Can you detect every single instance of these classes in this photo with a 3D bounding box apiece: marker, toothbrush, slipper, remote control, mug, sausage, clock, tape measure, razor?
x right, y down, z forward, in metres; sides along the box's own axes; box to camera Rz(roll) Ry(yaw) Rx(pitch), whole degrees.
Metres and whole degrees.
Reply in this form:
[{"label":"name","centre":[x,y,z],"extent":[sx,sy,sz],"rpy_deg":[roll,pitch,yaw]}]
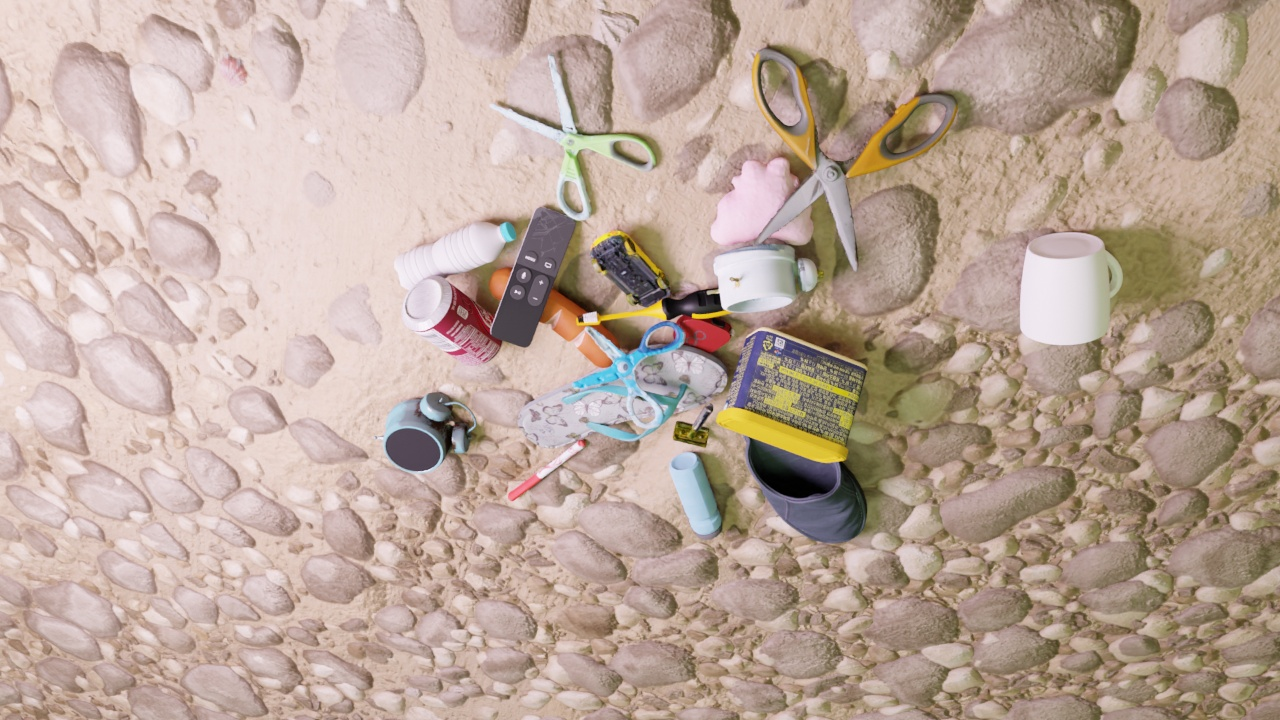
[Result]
[{"label":"marker","centre":[-0.119,0.139,1.156],"extent":[0.013,0.012,0.142],"rpy_deg":[41,119,-20]},{"label":"toothbrush","centre":[0.029,-0.055,0.979],"extent":[0.197,0.031,0.031],"rpy_deg":[-8,157,1]},{"label":"slipper","centre":[0.188,0.141,1.076],"extent":[0.109,0.083,0.266],"rpy_deg":[-21,121,17]},{"label":"remote control","centre":[-0.113,-0.086,0.962],"extent":[0.045,0.008,0.147],"rpy_deg":[20,99,-12]},{"label":"mug","centre":[0.431,-0.078,0.905],"extent":[0.114,0.081,0.088],"rpy_deg":[-21,118,-16]},{"label":"sausage","centre":[-0.091,-0.049,1.001],"extent":[0.164,0.044,0.039],"rpy_deg":[34,150,-14]},{"label":"slipper","centre":[-0.031,0.050,1.050],"extent":[0.269,0.054,0.098],"rpy_deg":[-18,123,24]},{"label":"clock","centre":[-0.256,0.088,1.113],"extent":[0.124,0.053,0.090],"rpy_deg":[-24,119,19]},{"label":"tape measure","centre":[0.066,-0.032,1.007],"extent":[0.051,0.019,0.059],"rpy_deg":[41,130,-20]},{"label":"razor","centre":[0.067,0.071,1.049],"extent":[0.042,0.026,0.106],"rpy_deg":[16,156,-3]},{"label":"clock","centre":[0.130,-0.084,0.928],"extent":[0.117,0.057,0.083],"rpy_deg":[-2,169,-22]}]

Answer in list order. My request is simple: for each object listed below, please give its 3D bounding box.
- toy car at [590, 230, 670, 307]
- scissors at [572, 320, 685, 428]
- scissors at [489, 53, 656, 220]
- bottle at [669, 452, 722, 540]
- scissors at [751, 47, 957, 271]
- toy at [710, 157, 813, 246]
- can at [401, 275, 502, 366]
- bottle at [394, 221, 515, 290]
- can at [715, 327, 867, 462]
[{"label":"toy car","centre":[-0.009,-0.095,0.967],"extent":[0.049,0.030,0.107],"rpy_deg":[-27,131,23]},{"label":"scissors","centre":[-0.005,0.005,0.993],"extent":[0.140,0.011,0.134],"rpy_deg":[-43,96,3]},{"label":"scissors","centre":[-0.070,-0.211,0.904],"extent":[0.171,0.024,0.166],"rpy_deg":[21,130,-5]},{"label":"bottle","centre":[0.072,0.173,1.138],"extent":[0.040,0.040,0.130],"rpy_deg":[-12,122,15]},{"label":"scissors","centre":[0.178,-0.199,0.852],"extent":[0.225,0.016,0.230],"rpy_deg":[-39,100,9]},{"label":"toy","centre":[0.119,-0.153,0.898],"extent":[0.102,0.050,0.093],"rpy_deg":[-3,120,3]},{"label":"can","centre":[-0.200,-0.040,0.987],"extent":[0.063,0.063,0.114],"rpy_deg":[-18,151,19]},{"label":"bottle","centre":[-0.194,-0.114,0.970],"extent":[0.136,0.044,0.044],"rpy_deg":[-19,120,19]},{"label":"can","centre":[0.164,0.038,0.984],"extent":[0.135,0.104,0.075],"rpy_deg":[20,167,-7]}]
